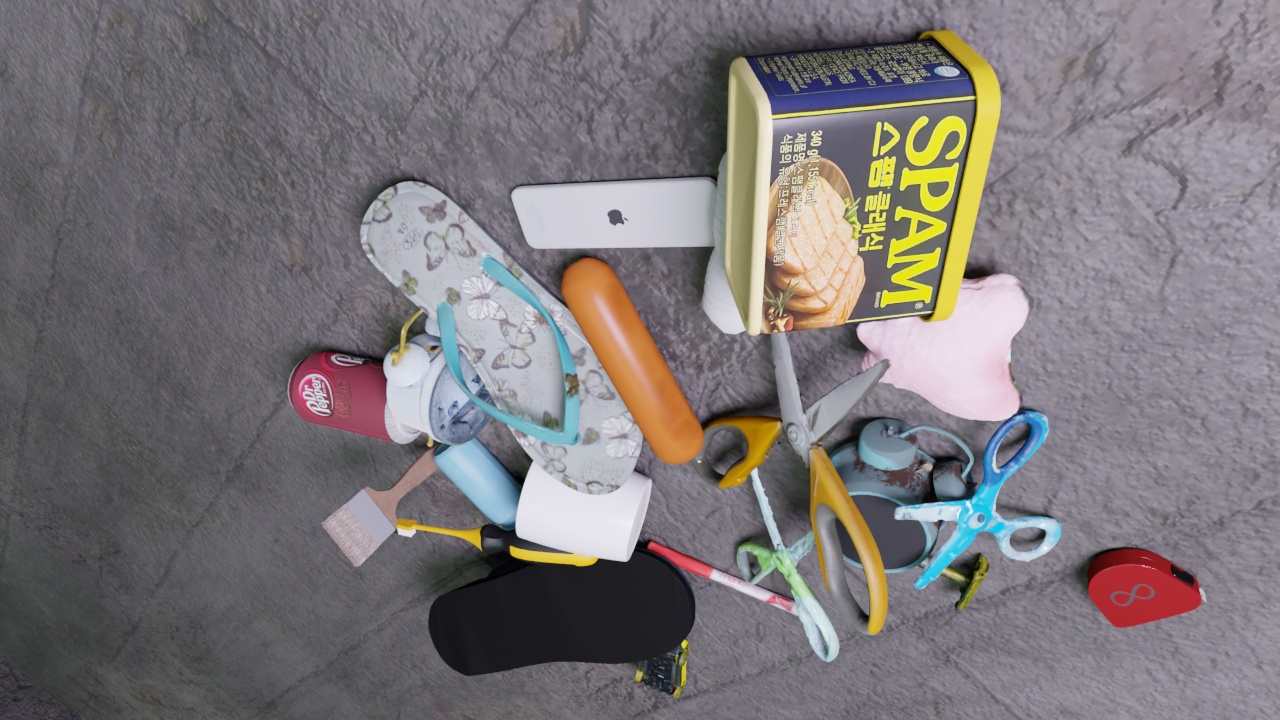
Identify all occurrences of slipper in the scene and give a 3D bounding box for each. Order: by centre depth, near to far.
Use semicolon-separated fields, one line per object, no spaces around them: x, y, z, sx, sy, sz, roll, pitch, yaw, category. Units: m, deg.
-0.088;-0.014;0.640;0.098;0.054;0.269;-37;100;8;slipper
-0.067;0.217;0.835;0.266;0.083;0.109;-18;93;26;slipper

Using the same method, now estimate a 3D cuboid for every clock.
0.168;0.089;0.605;0.090;0.053;0.125;32;133;1;clock
-0.151;0.009;0.697;0.057;0.083;0.118;16;135;26;clock

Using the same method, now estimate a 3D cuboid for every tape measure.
0.321;0.143;0.589;0.059;0.019;0.051;-32;106;36;tape measure

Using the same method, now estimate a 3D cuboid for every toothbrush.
-0.128;0.152;0.784;0.197;0.031;0.031;5;116;17;toothbrush

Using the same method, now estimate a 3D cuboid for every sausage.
-0.004;0.004;0.628;0.039;0.044;0.164;-30;110;-1;sausage

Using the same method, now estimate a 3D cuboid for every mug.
-0.041;0.119;0.742;0.088;0.080;0.114;16;164;9;mug

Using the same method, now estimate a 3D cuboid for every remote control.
-0.015;-0.093;0.583;0.147;0.008;0.045;3;128;27;remote control

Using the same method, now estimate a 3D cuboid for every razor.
0.191;0.139;0.659;0.106;0.026;0.043;23;137;16;razor

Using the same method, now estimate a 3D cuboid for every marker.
0.071;0.184;0.770;0.142;0.012;0.013;20;134;13;marker

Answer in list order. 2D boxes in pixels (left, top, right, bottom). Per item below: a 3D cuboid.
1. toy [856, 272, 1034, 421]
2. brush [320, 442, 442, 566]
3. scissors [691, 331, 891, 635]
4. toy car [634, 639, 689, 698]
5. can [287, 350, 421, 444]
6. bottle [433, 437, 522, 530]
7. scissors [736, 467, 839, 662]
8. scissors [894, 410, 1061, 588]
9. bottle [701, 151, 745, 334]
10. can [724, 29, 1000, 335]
0.172;-0.005;0.522;0.093;0.050;0.102;3;132;24;toy
-0.201;0.109;0.765;0.008;0.142;0.045;-25;104;40;brush
0.102;0.069;0.588;0.226;0.016;0.229;-46;63;56;scissors
0.022;0.284;0.871;0.049;0.030;0.107;19;136;16;toy car
-0.235;0.030;0.773;0.114;0.063;0.063;10;131;22;can
-0.124;0.118;0.803;0.040;0.040;0.130;-25;112;41;bottle
0.110;0.150;0.672;0.165;0.024;0.172;63;162;16;scissors
0.217;0.087;0.568;0.134;0.011;0.140;6;114;-19;scissors
0.063;-0.078;0.524;0.044;0.044;0.136;18;133;15;bottle
0.099;-0.082;0.449;0.104;0.075;0.135;-7;130;-5;can
